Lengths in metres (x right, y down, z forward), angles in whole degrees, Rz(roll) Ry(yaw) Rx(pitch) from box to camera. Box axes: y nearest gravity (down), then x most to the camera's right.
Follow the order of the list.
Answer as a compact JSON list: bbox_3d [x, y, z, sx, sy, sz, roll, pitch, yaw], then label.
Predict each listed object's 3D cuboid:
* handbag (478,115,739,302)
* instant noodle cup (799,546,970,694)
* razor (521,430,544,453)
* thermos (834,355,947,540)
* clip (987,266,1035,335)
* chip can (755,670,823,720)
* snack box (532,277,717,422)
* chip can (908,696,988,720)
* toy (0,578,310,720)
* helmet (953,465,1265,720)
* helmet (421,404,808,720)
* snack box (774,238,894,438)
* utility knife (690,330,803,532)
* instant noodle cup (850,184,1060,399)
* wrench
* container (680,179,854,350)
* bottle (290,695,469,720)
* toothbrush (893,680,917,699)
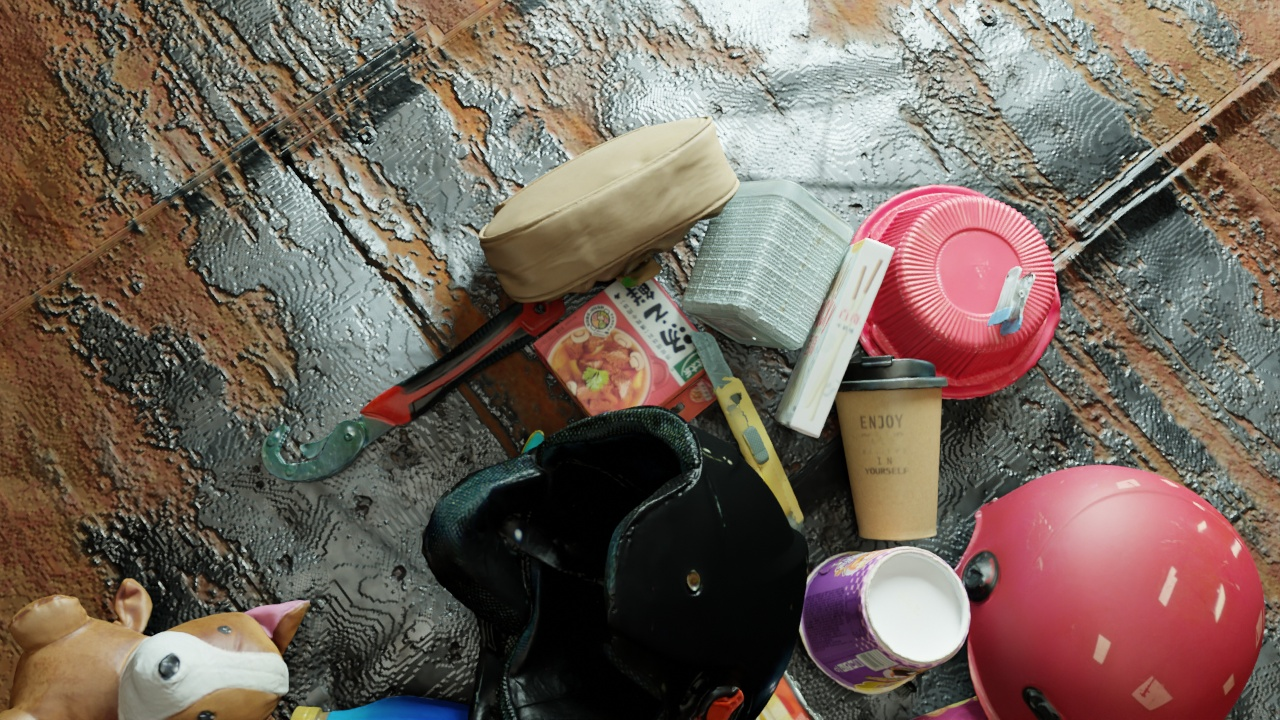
[{"bbox_3d":[-0.027,-0.115,0.729,0.204,0.148,0.100,-28,112,-8],"label":"handbag"},{"bbox_3d":[0.188,0.191,0.694,0.111,0.099,0.111,5,66,-10],"label":"instant noodle cup"},{"bbox_3d":[-0.092,0.121,0.731,0.043,0.028,0.132,11,81,-26],"label":"razor"},{"bbox_3d":[0.201,0.069,0.737,0.093,0.093,0.143,-2,87,-5],"label":"thermos"},{"bbox_3d":[0.296,-0.048,0.729,0.038,0.026,0.058,27,71,-11],"label":"clip"},{"bbox_3d":[0.038,0.314,0.666,0.216,0.073,0.073,-35,84,0],"label":"chip can"},{"bbox_3d":[-0.004,0.004,0.751,0.113,0.044,0.127,-39,85,-10],"label":"snack box"},{"bbox_3d":[0.221,0.308,0.699,0.210,0.071,0.071,-16,81,-8],"label":"chip can"},{"bbox_3d":[-0.346,0.226,0.653,0.199,0.131,0.140,7,63,-11],"label":"toy"},{"bbox_3d":[0.350,0.177,0.665,0.207,0.144,0.239,29,53,2],"label":"helmet"},{"bbox_3d":[-0.007,0.169,0.626,0.230,0.234,0.274,25,75,-35],"label":"helmet"},{"bbox_3d":[0.152,-0.017,0.731,0.027,0.084,0.157,21,91,0],"label":"snack box"},{"bbox_3d":[0.087,0.062,0.744,0.031,0.020,0.196,-28,94,-20],"label":"utility knife"},{"bbox_3d":[0.274,-0.067,0.776,0.194,0.066,0.193,1,79,-5],"label":"instant noodle cup"},{"bbox_3d":[-0.180,0.020,0.751,0.273,0.016,0.056,-31,84,-8],"label":"wrench"},{"bbox_3d":[0.098,-0.074,0.741,0.090,0.090,0.111,29,80,-34],"label":"container"},{"bbox_3d":[-0.148,0.285,0.678,0.218,0.065,0.065,9,79,-3],"label":"bottle"},{"bbox_3d":[0.145,0.208,0.742,0.189,0.014,0.016,39,103,4],"label":"toothbrush"}]
